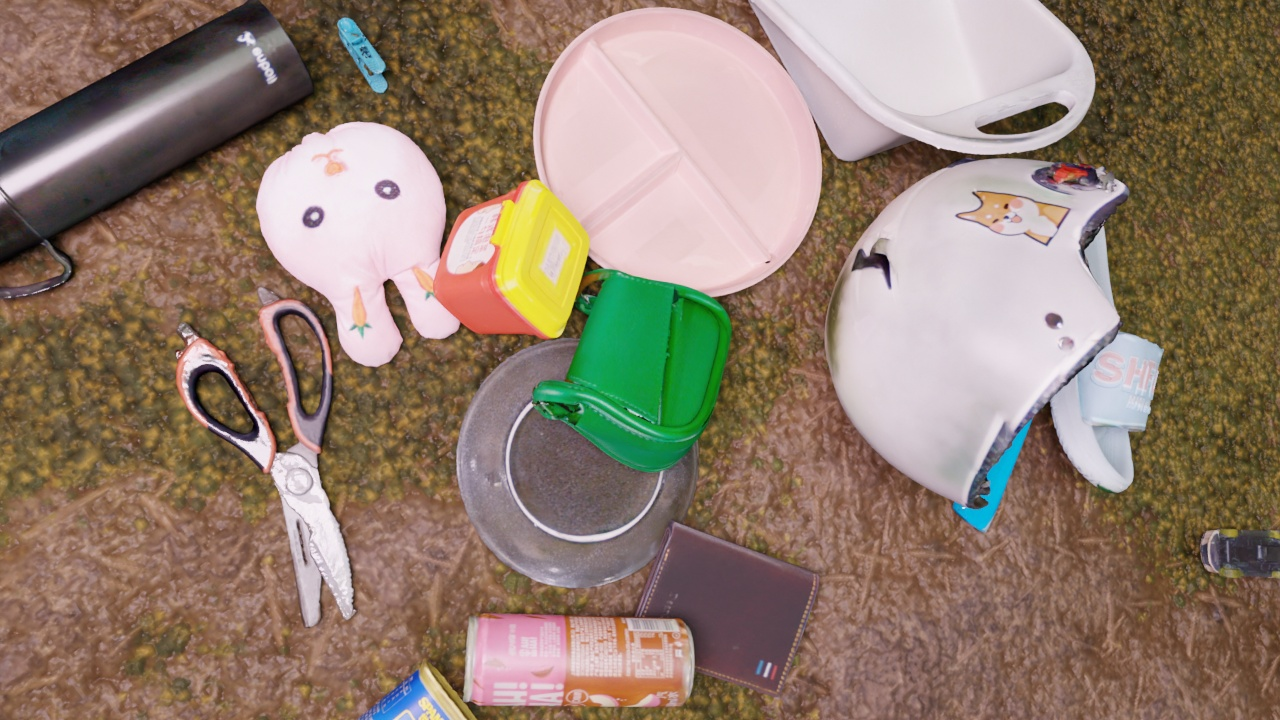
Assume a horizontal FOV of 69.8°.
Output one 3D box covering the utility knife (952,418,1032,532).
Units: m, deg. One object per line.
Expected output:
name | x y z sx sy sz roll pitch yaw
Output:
utility knife | 0.299 0.032 0.723 0.034 0.018 0.216 20 96 -9

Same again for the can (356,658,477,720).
can | -0.138 0.256 0.577 0.083 0.057 0.102 -37 93 -15

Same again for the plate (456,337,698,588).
plate | -0.040 0.071 0.650 0.179 0.024 0.179 2 82 -16

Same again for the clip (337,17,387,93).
clip | -0.197 -0.218 0.650 0.013 0.038 0.055 -31 81 -19

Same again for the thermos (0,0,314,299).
thermos | -0.325 -0.132 0.583 0.242 0.068 0.090 -38 125 -16

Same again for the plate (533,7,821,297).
plate | 0.030 -0.157 0.703 0.229 0.028 0.229 3 80 -15

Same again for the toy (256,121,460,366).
toy | -0.182 -0.080 0.620 0.121 0.054 0.159 -27 98 -18

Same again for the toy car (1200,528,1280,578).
toy car | 0.523 0.167 0.793 0.090 0.035 0.042 5 79 -15

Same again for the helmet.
helmet | 0.218 -0.040 0.651 0.157 0.231 0.273 22 51 8

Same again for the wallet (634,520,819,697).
wallet | 0.060 0.180 0.662 0.122 0.020 0.096 21 85 -12

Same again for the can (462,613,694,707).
can | -0.041 0.198 0.606 0.147 0.058 0.058 4 80 -10

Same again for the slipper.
slipper | 0.380 -0.015 0.743 0.104 0.074 0.245 14 72 -47

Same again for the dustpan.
dustpan | 0.224 -0.265 0.718 0.222 0.143 0.257 -22 89 -18

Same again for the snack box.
snack box | -0.089 -0.065 0.615 0.082 0.080 0.091 47 47 -46

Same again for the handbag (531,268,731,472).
handbag | -0.004 0.004 0.634 0.120 0.068 0.131 22 56 -4

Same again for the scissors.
scissors | -0.240 0.065 0.598 0.204 0.015 0.202 27 75 -12
